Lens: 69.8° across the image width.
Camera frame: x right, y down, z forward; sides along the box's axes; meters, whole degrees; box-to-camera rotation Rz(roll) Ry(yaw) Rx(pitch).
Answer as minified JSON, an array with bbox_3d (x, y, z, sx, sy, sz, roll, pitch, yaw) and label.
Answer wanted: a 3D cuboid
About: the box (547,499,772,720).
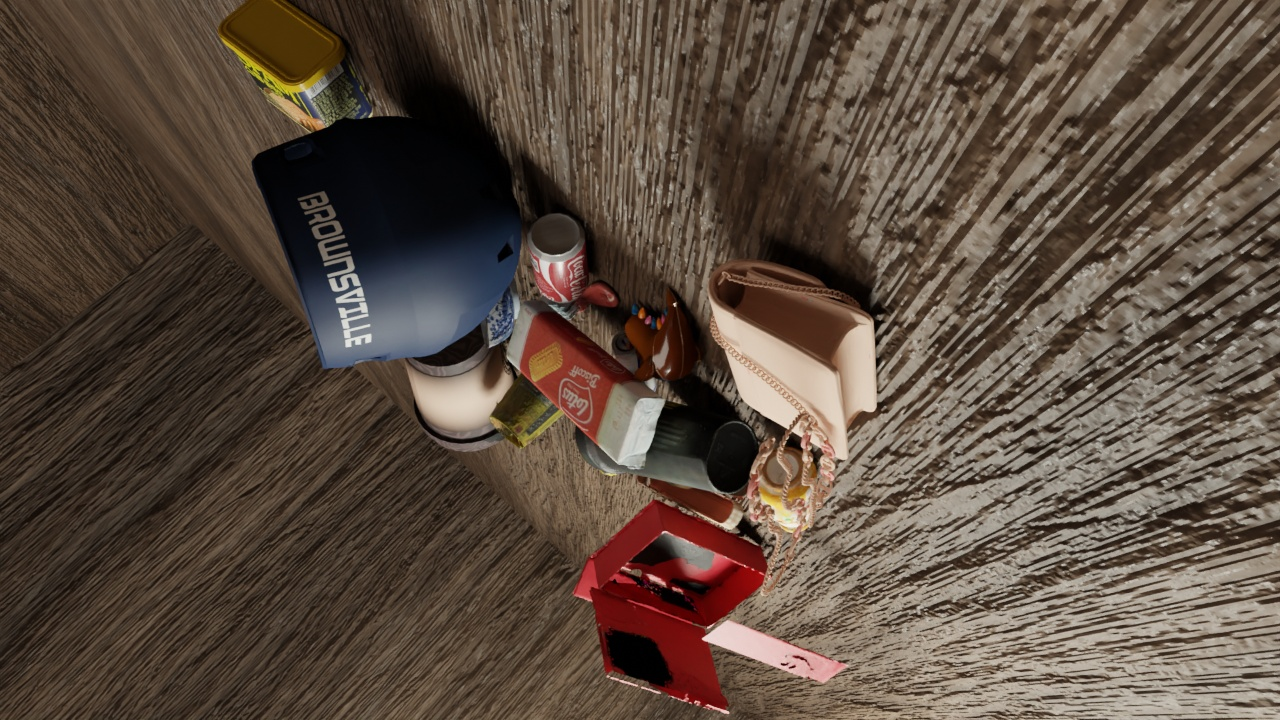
[{"bbox_3d":[-0.014,0.381,1.206,0.211,0.410,0.107,30,-176,-33],"label":"box"}]

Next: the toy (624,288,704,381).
[{"bbox_3d":[0.016,-0.032,0.864,0.090,0.070,0.103,43,144,46],"label":"toy"}]

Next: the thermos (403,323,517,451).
[{"bbox_3d":[-0.274,0.016,1.390,0.173,0.172,0.227,36,155,21],"label":"thermos"}]

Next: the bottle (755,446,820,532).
[{"bbox_3d":[0.146,0.132,0.908,0.063,0.063,0.109,32,159,31],"label":"bottle"}]

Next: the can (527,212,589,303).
[{"bbox_3d":[-0.077,-0.096,0.881,0.054,0.054,0.097,38,162,15],"label":"can"}]

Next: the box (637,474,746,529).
[{"bbox_3d":[0.060,0.155,1.162,0.187,0.054,0.079,17,117,51],"label":"box"}]

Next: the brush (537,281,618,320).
[{"bbox_3d":[-0.073,-0.061,0.990,0.041,0.030,0.173,49,161,-19],"label":"brush"}]

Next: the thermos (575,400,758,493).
[{"bbox_3d":[0.017,0.081,0.932,0.221,0.098,0.098,8,142,50],"label":"thermos"}]

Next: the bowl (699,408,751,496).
[{"bbox_3d":[0.083,0.091,0.987,0.119,0.032,0.119,40,155,22],"label":"bowl"}]

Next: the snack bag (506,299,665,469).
[{"bbox_3d":[-0.062,0.018,0.930,0.041,0.078,0.225,1,-153,-39],"label":"snack bag"}]

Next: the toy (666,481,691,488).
[{"bbox_3d":[0.046,0.111,1.091,0.076,0.062,0.100,-7,132,18],"label":"toy"}]

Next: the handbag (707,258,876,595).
[{"bbox_3d":[0.075,0.036,0.639,0.117,0.187,0.199,26,161,26],"label":"handbag"}]

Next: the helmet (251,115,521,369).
[{"bbox_3d":[-0.230,-0.123,0.888,0.272,0.222,0.232,28,135,62],"label":"helmet"}]

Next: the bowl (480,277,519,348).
[{"bbox_3d":[-0.172,-0.074,1.110,0.114,0.045,0.114,170,91,-77],"label":"bowl"}]

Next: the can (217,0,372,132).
[{"bbox_3d":[-0.362,-0.307,0.976,0.135,0.075,0.104,37,164,19],"label":"can"}]

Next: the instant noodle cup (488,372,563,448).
[{"bbox_3d":[-0.158,0.066,1.327,0.102,0.108,0.102,36,159,16],"label":"instant noodle cup"}]

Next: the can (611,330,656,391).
[{"bbox_3d":[-0.006,0.006,0.993,0.032,0.032,0.095,33,160,29],"label":"can"}]
